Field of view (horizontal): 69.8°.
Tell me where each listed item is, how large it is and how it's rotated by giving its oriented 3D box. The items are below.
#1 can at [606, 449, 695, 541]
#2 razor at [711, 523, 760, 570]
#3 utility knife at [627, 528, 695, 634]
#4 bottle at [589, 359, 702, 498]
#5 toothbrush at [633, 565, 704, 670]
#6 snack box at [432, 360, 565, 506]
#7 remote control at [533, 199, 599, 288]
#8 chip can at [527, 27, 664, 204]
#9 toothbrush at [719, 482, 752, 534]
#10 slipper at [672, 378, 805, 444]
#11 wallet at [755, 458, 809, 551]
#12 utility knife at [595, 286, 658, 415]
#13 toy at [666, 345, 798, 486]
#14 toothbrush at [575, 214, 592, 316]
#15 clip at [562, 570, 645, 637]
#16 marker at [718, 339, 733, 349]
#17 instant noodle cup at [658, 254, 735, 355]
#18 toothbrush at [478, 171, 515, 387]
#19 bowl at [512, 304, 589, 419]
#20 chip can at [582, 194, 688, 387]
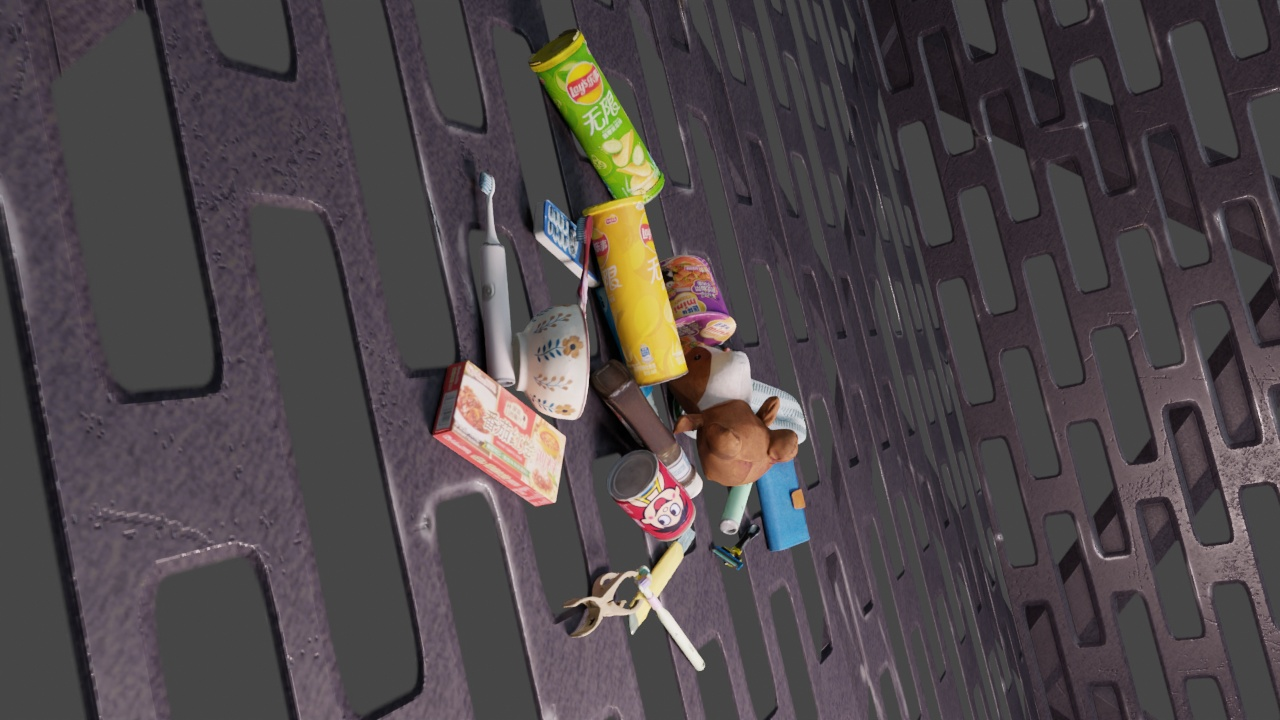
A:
[{"bbox_3d":[0.014,0.152,1.020,0.094,0.067,0.066,51,37,-37],"label":"can"},{"bbox_3d":[0.133,0.249,1.235,0.043,0.022,0.142,33,20,16],"label":"razor"},{"bbox_3d":[0.028,0.244,1.050,0.194,0.020,0.031,-39,116,-52],"label":"utility knife"},{"bbox_3d":[0.013,0.086,1.048,0.195,0.044,0.080,56,-7,-32],"label":"bottle"},{"bbox_3d":[0.035,0.294,1.023,0.190,0.020,0.029,62,31,-36],"label":"toothbrush"},{"bbox_3d":[-0.127,0.070,0.852,0.153,0.026,0.075,45,41,-42],"label":"snack box"},{"bbox_3d":[-0.081,-0.130,1.030,0.125,0.024,0.049,39,45,-53],"label":"remote control"},{"bbox_3d":[-0.048,-0.286,1.114,0.221,0.073,0.072,55,34,-31],"label":"chip can"},{"bbox_3d":[0.148,0.160,1.295,0.027,0.027,0.223,42,37,-11],"label":"toothbrush"},{"bbox_3d":[0.131,0.076,1.253,0.245,0.074,0.104,11,58,-40],"label":"slipper"},{"bbox_3d":[0.211,0.213,1.373,0.106,0.040,0.133,0,77,-56],"label":"wallet"},{"bbox_3d":[-0.007,0.006,1.104,0.034,0.018,0.207,-30,104,-48],"label":"utility knife"},{"bbox_3d":[0.098,0.049,1.101,0.140,0.131,0.199,9,34,-28],"label":"toy"},{"bbox_3d":[-0.068,-0.069,1.005,0.016,0.017,0.187,19,74,-62],"label":"toothbrush"},{"bbox_3d":[-0.033,0.255,0.924,0.104,0.035,0.081,-39,110,-54],"label":"clip"},{"bbox_3d":[0.097,-0.043,1.314,0.130,0.018,0.022,36,26,-49],"label":"marker"},{"bbox_3d":[0.056,-0.073,1.170,0.111,0.112,0.099,24,47,-55],"label":"instant noodle cup"},{"bbox_3d":[-0.143,-0.083,0.896,0.026,0.027,0.220,29,52,-65],"label":"toothbrush"},{"bbox_3d":[-0.091,0.002,0.892,0.062,0.114,0.113,-1,72,-15],"label":"bowl"},{"bbox_3d":[-0.005,-0.079,1.056,0.071,0.072,0.213,-27,103,-61],"label":"chip can"}]
